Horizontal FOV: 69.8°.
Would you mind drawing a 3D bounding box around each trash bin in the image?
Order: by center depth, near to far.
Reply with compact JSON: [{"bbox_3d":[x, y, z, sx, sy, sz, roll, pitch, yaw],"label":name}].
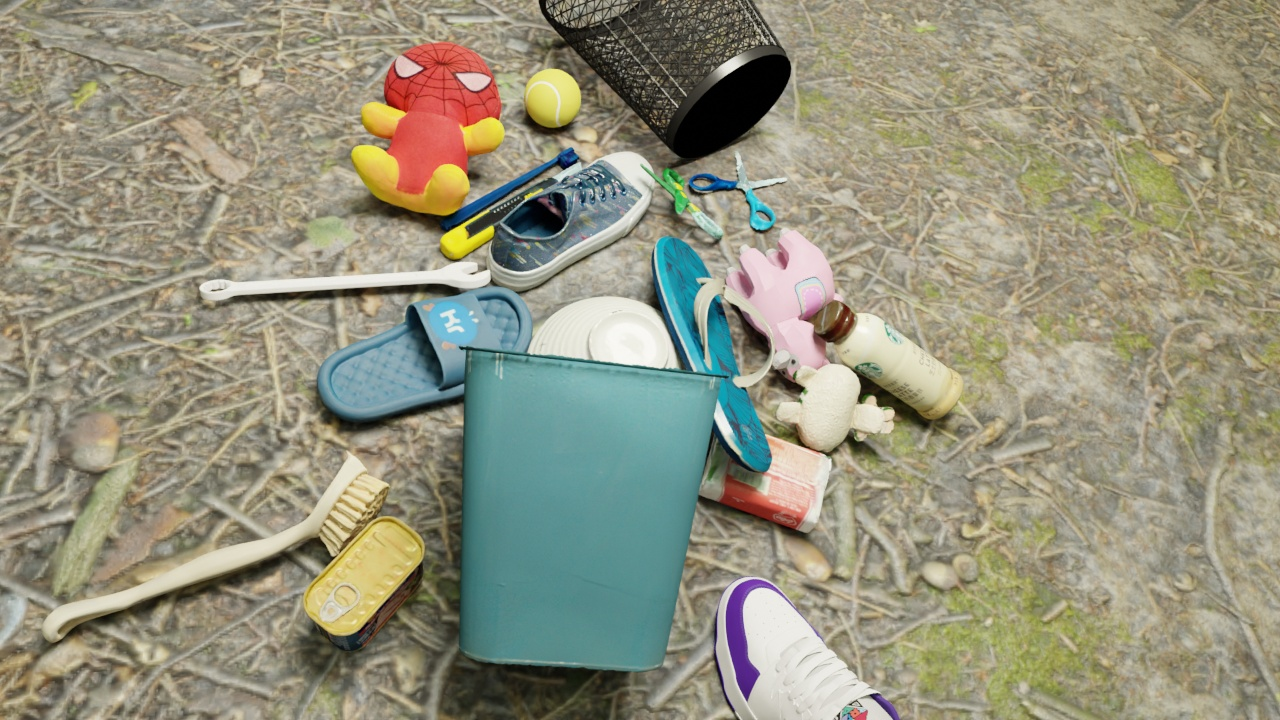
[{"bbox_3d":[-0.051,0.105,0.708,0.199,0.196,0.218,6,89,-8],"label":"trash bin"},{"bbox_3d":[0.037,-0.381,1.065,0.216,0.217,0.243,-27,74,-26],"label":"trash bin"}]

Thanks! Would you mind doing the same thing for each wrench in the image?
[{"bbox_3d":[-0.286,-0.077,0.903,0.273,0.009,0.047,-5,31,-14],"label":"wrench"}]

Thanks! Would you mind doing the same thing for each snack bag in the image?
[{"bbox_3d":[0.117,0.109,0.865,0.116,0.036,0.076,19,56,1],"label":"snack bag"}]

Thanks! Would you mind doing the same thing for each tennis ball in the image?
[{"bbox_3d":[-0.102,-0.303,1.061,0.065,0.065,0.065,6,57,-9],"label":"tennis ball"}]

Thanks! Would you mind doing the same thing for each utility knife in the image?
[{"bbox_3d":[-0.134,-0.168,0.998,0.029,0.020,0.202,43,59,13],"label":"utility knife"}]

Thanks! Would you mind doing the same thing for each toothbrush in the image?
[{"bbox_3d":[-0.140,-0.189,1.011,0.189,0.016,0.017,-37,78,-29],"label":"toothbrush"}]

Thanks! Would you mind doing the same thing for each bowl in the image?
[{"bbox_3d":[-0.017,0.001,0.860,0.177,0.071,0.177,5,63,-10],"label":"bowl"}]

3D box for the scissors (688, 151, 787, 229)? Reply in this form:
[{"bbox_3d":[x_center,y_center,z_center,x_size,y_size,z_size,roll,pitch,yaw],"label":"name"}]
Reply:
[{"bbox_3d":[0.116,-0.204,1.076,0.133,0.014,0.127,4,56,-11],"label":"scissors"}]

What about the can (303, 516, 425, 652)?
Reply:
[{"bbox_3d":[-0.218,0.180,0.735,0.054,0.059,0.099,35,57,11],"label":"can"}]

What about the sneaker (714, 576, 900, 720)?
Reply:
[{"bbox_3d":[0.142,0.273,0.721,0.091,0.111,0.244,-21,65,-23],"label":"sneaker"}]

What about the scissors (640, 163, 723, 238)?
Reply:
[{"bbox_3d":[0.048,-0.178,1.017,0.131,0.011,0.125,40,23,-14],"label":"scissors"}]

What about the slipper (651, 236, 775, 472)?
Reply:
[{"bbox_3d":[0.077,-0.027,0.879,0.118,0.060,0.294,28,35,-41],"label":"slipper"}]

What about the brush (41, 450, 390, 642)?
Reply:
[{"bbox_3d":[-0.331,0.156,0.735,0.271,0.062,0.077,-24,62,-20],"label":"brush"}]

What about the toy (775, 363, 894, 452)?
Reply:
[{"bbox_3d":[0.188,0.047,0.901,0.112,0.050,0.087,15,91,-11],"label":"toy"}]

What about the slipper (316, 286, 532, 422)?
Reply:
[{"bbox_3d":[-0.196,-0.008,0.860,0.213,0.059,0.103,-27,69,-24],"label":"slipper"}]

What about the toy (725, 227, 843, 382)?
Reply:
[{"bbox_3d":[0.159,-0.055,0.961,0.123,0.067,0.157,-24,71,-27],"label":"toy"}]

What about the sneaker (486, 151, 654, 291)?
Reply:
[{"bbox_3d":[-0.065,-0.163,0.972,0.087,0.079,0.234,40,59,14],"label":"sneaker"}]

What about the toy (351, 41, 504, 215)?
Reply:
[{"bbox_3d":[-0.220,-0.253,0.985,0.147,0.099,0.215,18,57,-11],"label":"toy"}]

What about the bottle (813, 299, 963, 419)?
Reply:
[{"bbox_3d":[0.247,-0.003,0.920,0.162,0.057,0.056,32,54,-17],"label":"bottle"}]
